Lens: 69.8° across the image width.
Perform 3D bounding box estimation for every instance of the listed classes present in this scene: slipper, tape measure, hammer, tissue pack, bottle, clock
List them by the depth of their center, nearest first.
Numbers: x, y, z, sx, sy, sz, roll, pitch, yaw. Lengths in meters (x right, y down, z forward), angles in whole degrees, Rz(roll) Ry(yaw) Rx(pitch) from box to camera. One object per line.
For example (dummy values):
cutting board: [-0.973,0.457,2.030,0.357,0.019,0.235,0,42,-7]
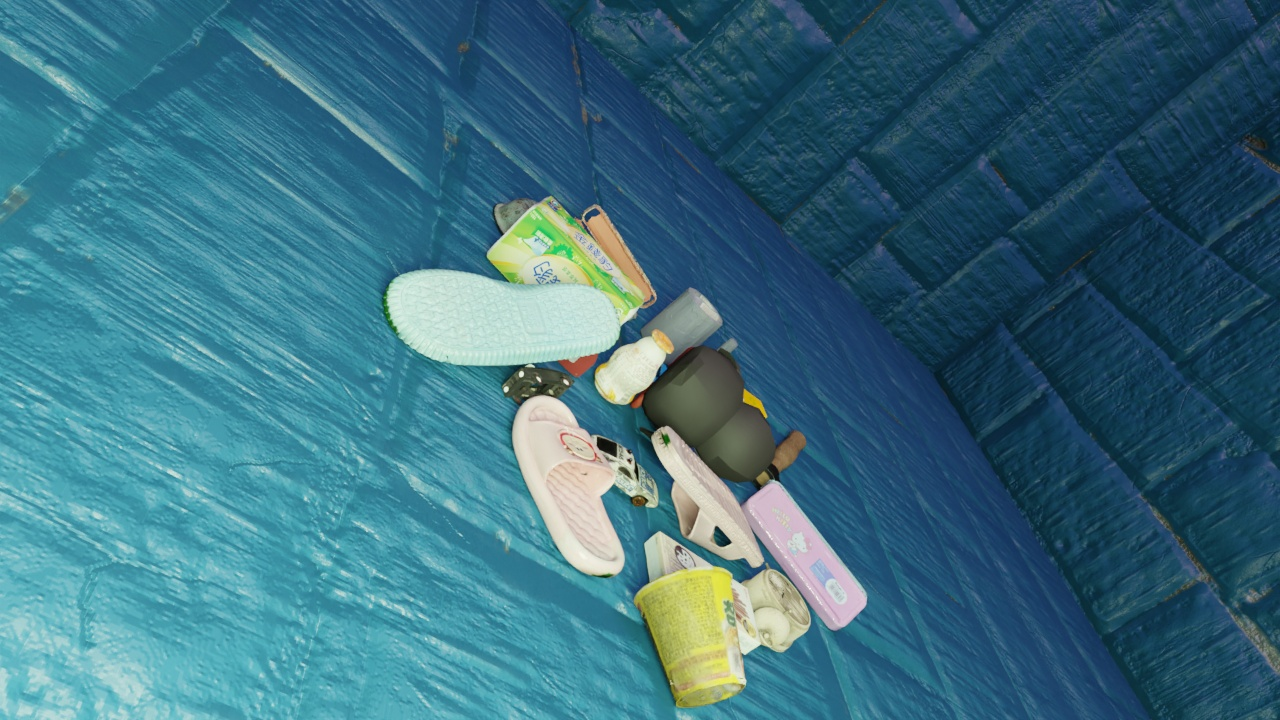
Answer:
slipper: [-0.069,0.120,0.926,0.106,0.056,0.221,25,31,-44]
slipper: [-0.147,-0.039,0.999,0.275,0.070,0.116,-2,61,-35]
clock: [0.158,0.296,1.075,0.093,0.055,0.140,49,18,2]
slipper: [0.069,0.173,1.106,0.239,0.064,0.094,51,12,-34]
tape measure: [-0.082,-0.014,1.148,0.059,0.051,0.019,44,21,-13]
bottle: [-0.007,0.007,1.182,0.063,0.109,0.063,41,21,-20]
tissue pack: [-0.090,-0.123,1.248,0.197,0.120,0.141,52,22,-9]
hammer: [0.231,0.156,1.517,0.132,0.040,0.304,54,20,6]

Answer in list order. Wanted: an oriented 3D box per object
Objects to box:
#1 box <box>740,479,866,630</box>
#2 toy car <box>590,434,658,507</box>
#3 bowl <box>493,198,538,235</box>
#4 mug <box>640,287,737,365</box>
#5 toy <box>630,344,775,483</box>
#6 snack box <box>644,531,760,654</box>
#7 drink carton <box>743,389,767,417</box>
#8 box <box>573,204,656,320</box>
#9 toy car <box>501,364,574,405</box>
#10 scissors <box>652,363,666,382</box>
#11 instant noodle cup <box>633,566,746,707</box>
box: [0.234,0.265,1.291,0.214,0.062,0.139,52,17,11]
toy car: [-0.017,0.125,1.048,0.113,0.041,0.048,40,23,-24]
bowl: [-0.144,-0.184,1.351,0.157,0.039,0.157,41,21,-20]
mug: [0.079,-0.037,1.448,0.124,0.104,0.083,50,19,6]
toy: [0.100,0.077,1.188,0.184,0.159,0.140,47,-16,-2]
snack box: [0.068,0.255,1.005,0.150,0.026,0.081,37,22,-27]
drink carton: [0.135,0.066,1.442,0.122,0.059,0.040,35,24,-32]
box: [-0.041,-0.153,1.426,0.187,0.055,0.076,56,49,-20]
toy car: [-0.114,0.026,1.024,0.092,0.040,0.037,9,43,-57]
scissors: [0.040,0.045,1.358,0.113,0.013,0.140,53,19,15]
instant noodle cup: [0.053,0.264,0.871,0.102,0.102,0.108,26,38,-46]
